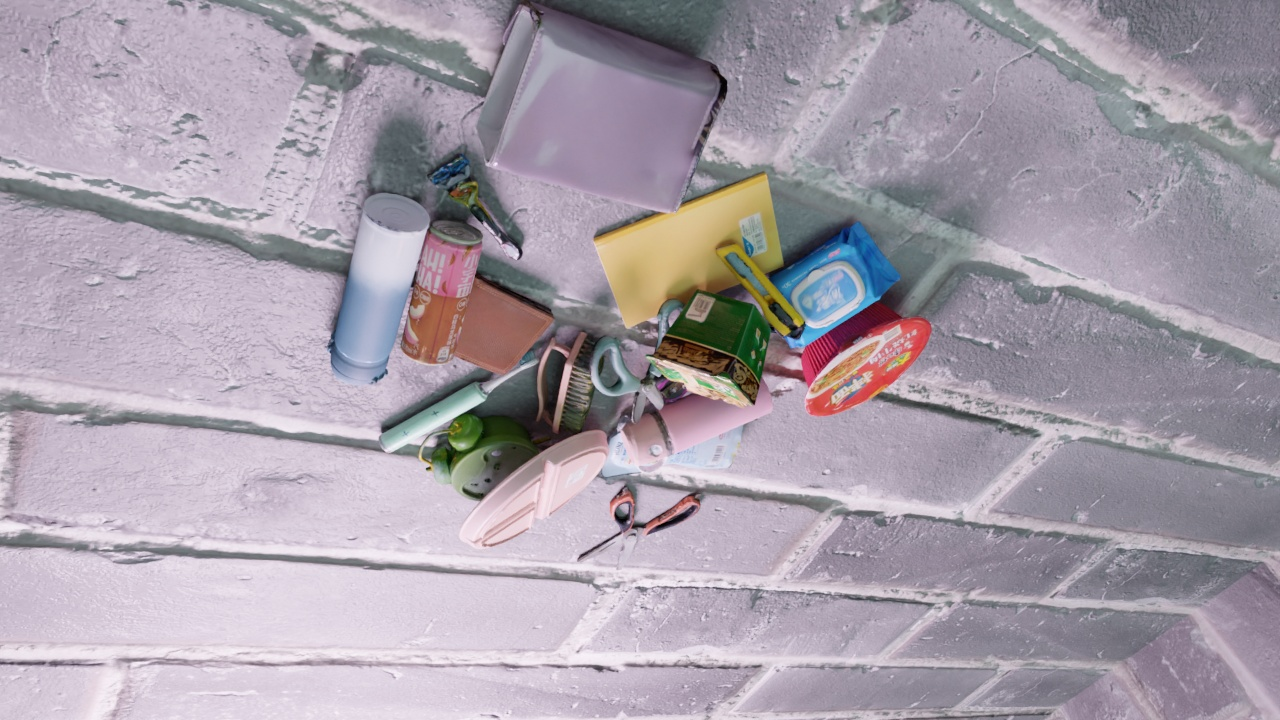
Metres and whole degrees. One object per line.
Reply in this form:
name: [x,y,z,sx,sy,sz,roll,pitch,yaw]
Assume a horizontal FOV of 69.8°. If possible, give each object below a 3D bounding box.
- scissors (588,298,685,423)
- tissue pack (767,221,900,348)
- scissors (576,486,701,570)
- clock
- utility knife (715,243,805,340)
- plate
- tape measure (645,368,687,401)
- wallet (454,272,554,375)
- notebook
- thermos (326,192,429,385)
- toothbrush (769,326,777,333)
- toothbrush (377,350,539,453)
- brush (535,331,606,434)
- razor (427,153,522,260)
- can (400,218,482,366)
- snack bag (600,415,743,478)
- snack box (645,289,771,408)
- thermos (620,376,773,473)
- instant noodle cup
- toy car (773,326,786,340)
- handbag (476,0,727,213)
scissors: [-0.008,0.008,1.092,0.178,0.019,0.173,-8,124,-42]
tissue pack: [0.225,-0.088,1.105,0.157,0.052,0.095,-34,104,13]
scissors: [-0.003,0.259,1.419,0.188,0.015,0.223,-7,136,-16]
clock: [-0.202,0.121,1.169,0.161,0.056,0.116,15,126,-33]
utility knife: [0.142,-0.079,1.072,0.033,0.015,0.154,-37,110,21]
plate: [-0.131,0.172,1.189,0.229,0.028,0.230,-35,163,-13]
tape measure: [0.038,0.025,1.178,0.058,0.039,0.057,-32,137,11]
wallet: [-0.172,-0.042,1.036,0.124,0.032,0.101,25,117,-39]
notebook: [0.060,-0.123,1.059,0.206,0.010,0.146,-22,137,0]
thermos: [-0.275,-0.066,0.946,0.070,0.070,0.221,6,131,-27]
toothbrush: [0.184,-0.041,1.190,0.189,0.014,0.018,6,121,-26]
toothbrush: [-0.219,0.050,1.112,0.225,0.027,0.026,-29,169,8]
brush: [-0.092,0.034,1.127,0.073,0.063,0.146,18,133,1]
razor: [-0.160,-0.147,0.940,0.043,0.022,0.143,-27,137,9]
can: [-0.207,-0.069,0.952,0.057,0.058,0.147,6,118,-27]
snack bag: [0.044,0.117,1.277,0.190,0.038,0.111,2,135,-19]
snack box: [0.091,-0.018,1.084,0.105,0.118,0.117,-67,152,-11]
thermos: [0.075,0.084,1.212,0.198,0.067,0.087,-24,126,-10]
instant noodle cup: [0.281,-0.011,1.198,0.193,0.066,0.194,-23,151,-14]
toy car: [0.216,-0.066,1.157,0.106,0.031,0.049,-34,103,11]
handbag: [-0.036,-0.232,0.846,0.196,0.098,0.145,9,131,-28]
